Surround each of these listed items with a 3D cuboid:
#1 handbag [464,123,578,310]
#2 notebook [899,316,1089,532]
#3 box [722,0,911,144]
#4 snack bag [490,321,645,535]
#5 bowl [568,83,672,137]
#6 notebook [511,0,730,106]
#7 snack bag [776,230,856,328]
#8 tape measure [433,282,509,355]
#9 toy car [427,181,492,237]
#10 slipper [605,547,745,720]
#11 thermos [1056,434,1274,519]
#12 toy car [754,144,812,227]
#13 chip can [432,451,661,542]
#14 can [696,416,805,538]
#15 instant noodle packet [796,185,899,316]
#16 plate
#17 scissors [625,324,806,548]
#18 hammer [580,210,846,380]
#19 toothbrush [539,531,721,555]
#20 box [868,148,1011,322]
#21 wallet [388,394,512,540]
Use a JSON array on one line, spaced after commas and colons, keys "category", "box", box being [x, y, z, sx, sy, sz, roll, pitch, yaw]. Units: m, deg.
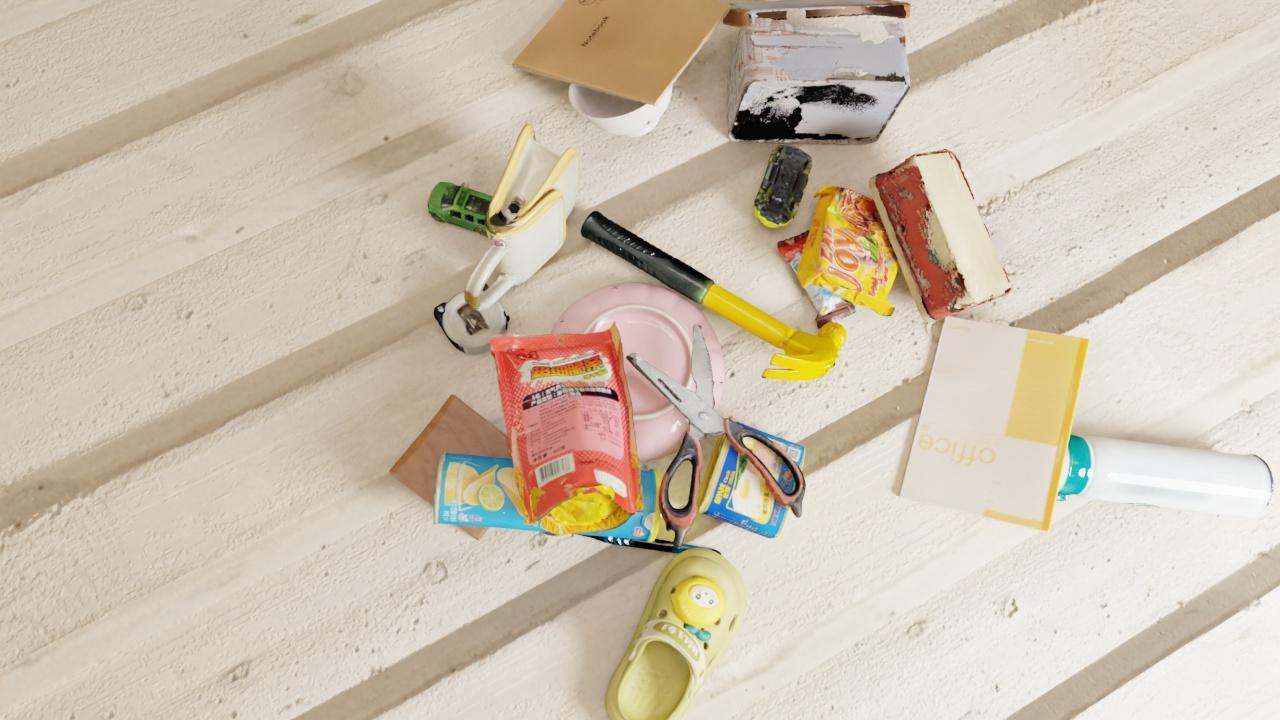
[{"category": "handbag", "box": [-0.118, -0.121, 0.905, 0.063, 0.163, 0.178, 24, 77, 1]}, {"category": "notebook", "box": [0.361, 0.059, 0.937, 0.146, 0.010, 0.206, 12, 74, 27]}, {"category": "box", "box": [0.182, -0.342, 0.987, 0.182, 0.150, 0.166, 0, 74, -4]}, {"category": "snack bag", "box": [-0.067, 0.055, 0.855, 0.128, 0.073, 0.207, -7, 55, -9]}, {"category": "bowl", "box": [-0.012, -0.283, 0.994, 0.118, 0.065, 0.118, -10, 57, 16]}, {"category": "notebook", "box": [-0.025, -0.351, 0.996, 0.208, 0.008, 0.147, 25, 72, 32]}, {"category": "snack bag", "box": [0.189, -0.089, 0.986, 0.048, 0.026, 0.104, -24, 79, 0]}, {"category": "tape measure", "box": [-0.171, -0.040, 0.947, 0.065, 0.034, 0.066, -35, 80, -9]}, {"category": "toy car", "box": [-0.182, -0.163, 0.977, 0.091, 0.036, 0.043, 16, 77, 4]}, {"category": "slipper", "box": [0.037, 0.269, 0.860, 0.091, 0.082, 0.190, 30, 79, 1]}, {"category": "thermos", "box": [0.513, 0.118, 0.935, 0.224, 0.073, 0.073, 7, 75, -2]}, {"category": "toy car", "box": [0.156, -0.190, 1.007, 0.048, 0.032, 0.105, 20, 64, 2]}, {"category": "chip can", "box": [-0.088, 0.131, 0.880, 0.210, 0.071, 0.071, 6, 75, -8]}, {"category": "can", "box": [0.109, 0.118, 0.914, 0.083, 0.057, 0.102, 21, 75, -1]}, {"category": "instant noodle packet", "box": [0.227, -0.117, 0.971, 0.110, 0.044, 0.128, 21, 64, -9]}, {"category": "plate", "box": [-0.006, 0.005, 0.943, 0.192, 0.039, 0.192, 1, 76, -4]}, {"category": "scissors", "box": [0.070, 0.072, 0.879, 0.189, 0.015, 0.224, 10, 72, -8]}, {"category": "hammer", "box": [0.069, -0.070, 0.951, 0.301, 0.033, 0.128, 32, 34, 12]}, {"category": "toothbrush", "box": [-0.012, 0.179, 0.912, 0.189, 0.016, 0.014, 10, 86, -2]}, {"category": "box", "box": [0.317, -0.133, 0.954, 0.091, 0.078, 0.168, -17, 83, -38]}, {"category": "wallet", "box": [-0.175, 0.106, 0.919, 0.115, 0.020, 0.101, 36, 78, 3]}]
